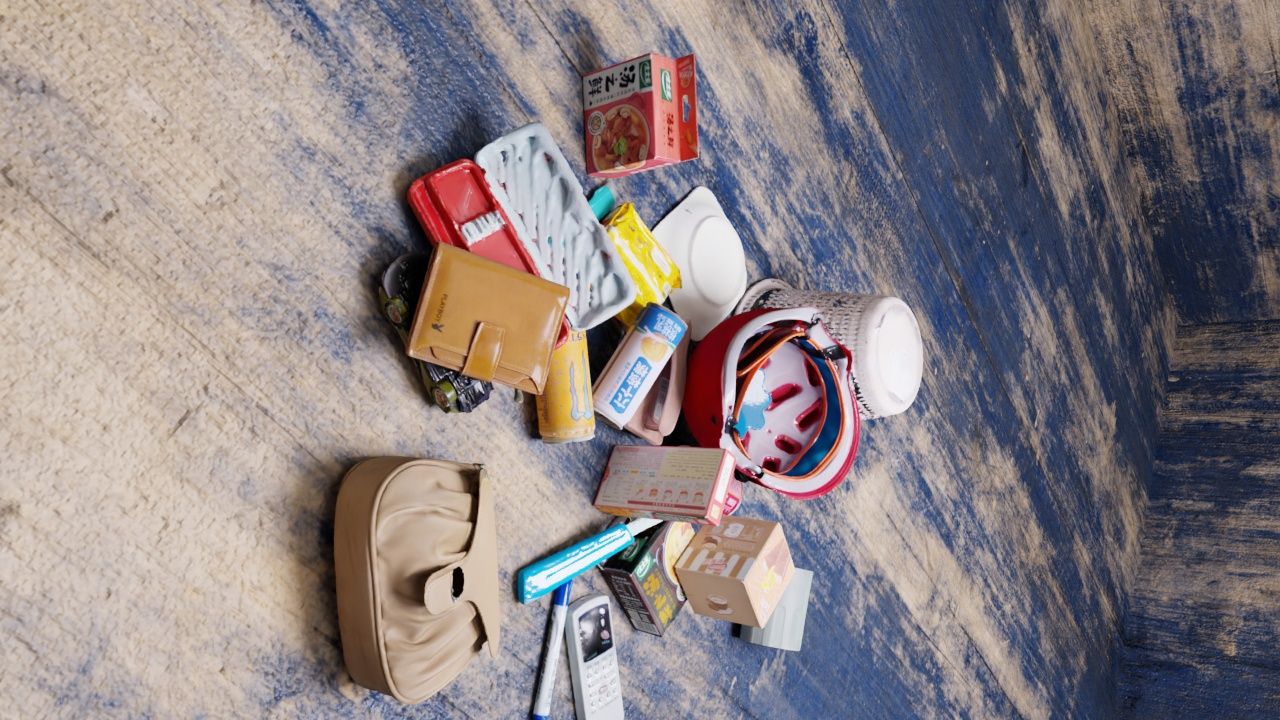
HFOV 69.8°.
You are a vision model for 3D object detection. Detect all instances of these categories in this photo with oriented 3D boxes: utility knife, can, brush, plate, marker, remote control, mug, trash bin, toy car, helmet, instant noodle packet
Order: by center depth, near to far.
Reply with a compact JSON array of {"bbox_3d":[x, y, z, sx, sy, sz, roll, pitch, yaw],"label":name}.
[{"bbox_3d":[-0.184,-0.025,0.836,0.070,0.042,0.158,-39,114,-38],"label":"toy car"},{"bbox_3d":[-0.081,0.009,0.938,0.058,0.058,0.146,-10,96,-48],"label":"can"},{"bbox_3d":[-0.090,0.298,0.946,0.017,0.017,0.145,24,71,-45],"label":"marker"},{"bbox_3d":[-0.043,0.198,0.974,0.207,0.018,0.034,-21,100,-34],"label":"utility knife"},{"bbox_3d":[-0.074,-0.142,0.987,0.177,0.013,0.029,-50,120,-39],"label":"utility knife"},{"bbox_3d":[-0.049,0.329,0.988,0.058,0.021,0.150,-14,99,-48],"label":"remote control"},{"bbox_3d":[-0.006,0.006,0.989,0.053,0.053,0.134,41,76,-39],"label":"can"},{"bbox_3d":[-0.014,-0.099,1.030,0.110,0.044,0.128,-52,122,-28],"label":"instant noodle packet"},{"bbox_3d":[0.020,0.019,1.041,0.063,0.073,0.145,34,62,-41],"label":"brush"},{"bbox_3d":[0.144,0.047,1.085,0.206,0.144,0.240,-49,122,-21],"label":"helmet"},{"bbox_3d":[0.072,0.145,1.096,0.093,0.067,0.066,36,63,-42],"label":"can"},{"bbox_3d":[0.085,-0.123,1.150,0.163,0.034,0.164,-48,122,-37],"label":"plate"},{"bbox_3d":[0.181,0.323,1.213,0.124,0.084,0.103,44,54,-68],"label":"mug"},{"bbox_3d":[0.256,-0.003,1.219,0.227,0.193,0.227,3,86,-48],"label":"trash bin"}]

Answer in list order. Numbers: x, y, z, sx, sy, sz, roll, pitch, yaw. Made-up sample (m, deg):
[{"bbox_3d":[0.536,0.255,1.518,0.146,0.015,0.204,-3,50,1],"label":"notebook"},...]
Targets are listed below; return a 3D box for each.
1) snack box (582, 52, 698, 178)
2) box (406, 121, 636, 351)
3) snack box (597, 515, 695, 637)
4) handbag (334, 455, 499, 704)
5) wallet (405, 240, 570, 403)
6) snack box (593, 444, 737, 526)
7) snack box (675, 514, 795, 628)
[{"bbox_3d":[-0.002,-0.264,0.988,0.044,0.127,0.113,-2,89,-48],"label":"snack box"},{"bbox_3d":[-0.110,-0.108,0.873,0.160,0.050,0.201,-33,101,-21],"label":"box"},{"bbox_3d":[0.013,0.228,1.046,0.113,0.053,0.126,-50,128,-37],"label":"snack box"},{"bbox_3d":[-0.181,0.181,0.786,0.147,0.100,0.204,-11,100,-51],"label":"handbag"},{"bbox_3d":[-0.136,-0.029,0.819,0.130,0.035,0.119,18,77,-26],"label":"wallet"},{"bbox_3d":[0.024,0.130,0.977,0.027,0.156,0.076,41,59,-41],"label":"snack box"},{"bbox_3d":[0.109,0.238,1.049,0.094,0.093,0.077,-48,128,-41],"label":"snack box"}]
